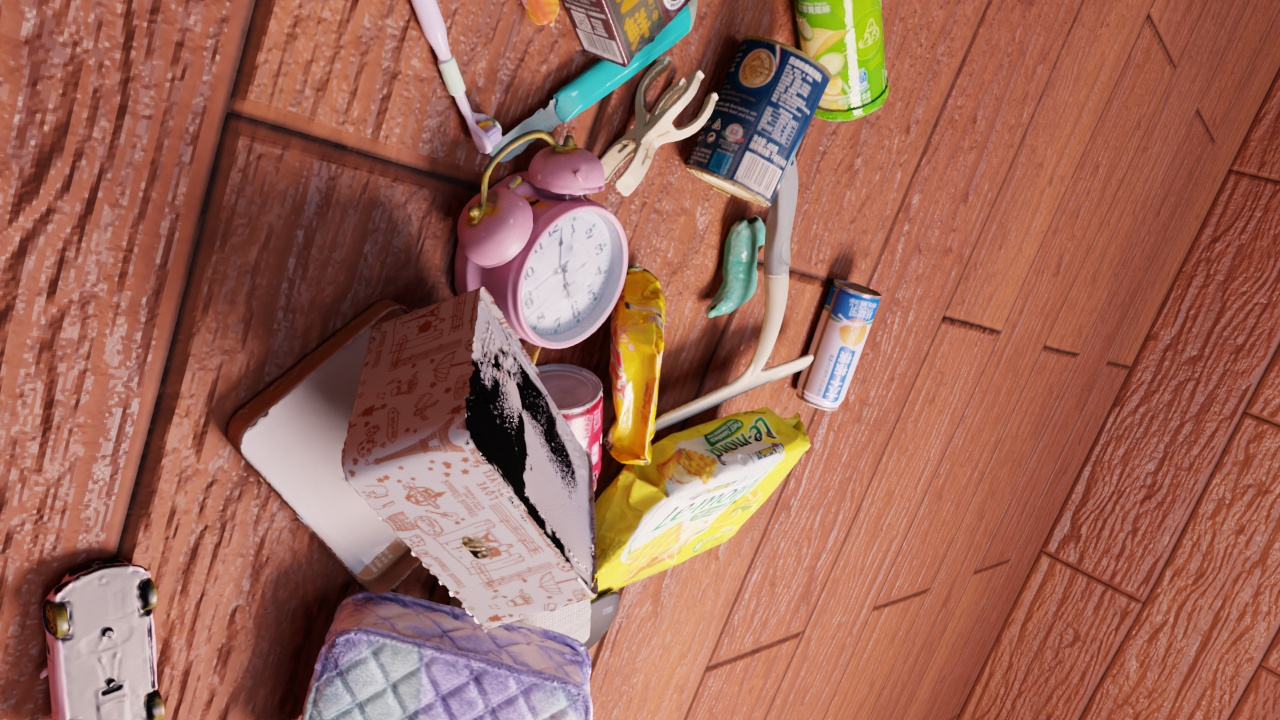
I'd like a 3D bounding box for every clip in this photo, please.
[{"bbox_3d":[0.018,-0.162,0.647,0.035,0.084,0.104,41,69,-53],"label":"clip"}]

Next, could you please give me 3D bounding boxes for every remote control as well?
[{"bbox_3d":[-0.055,0.249,0.826,0.053,0.024,0.137,-13,149,-39],"label":"remote control"}]

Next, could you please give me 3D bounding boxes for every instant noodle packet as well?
[{"bbox_3d":[-0.004,0.004,0.715,0.044,0.110,0.129,3,121,-4],"label":"instant noodle packet"}]

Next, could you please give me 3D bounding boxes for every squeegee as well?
[{"bbox_3d":[0.112,-0.069,0.795,0.245,0.039,0.247,-18,124,-44],"label":"squeegee"}]

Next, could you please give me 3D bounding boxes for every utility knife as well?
[{"bbox_3d":[-0.027,-0.192,0.618,0.207,0.013,0.029,-44,143,-26],"label":"utility knife"}]

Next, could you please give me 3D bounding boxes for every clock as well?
[{"bbox_3d":[-0.066,-0.078,0.610,0.117,0.060,0.159,-40,138,-27],"label":"clock"}]

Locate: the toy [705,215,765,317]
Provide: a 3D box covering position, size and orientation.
[{"bbox_3d":[0.094,-0.089,0.820,0.096,0.030,0.092,-28,135,-41],"label":"toy"}]

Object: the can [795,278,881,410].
[{"bbox_3d":[0.211,-0.016,0.987,0.053,0.053,0.135,-4,117,-49],"label":"can"}]

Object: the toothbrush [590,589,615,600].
[{"bbox_3d":[-0.023,0.222,0.898,0.189,0.017,0.016,-20,127,-42],"label":"toothbrush"}]

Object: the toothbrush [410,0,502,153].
[{"bbox_3d":[-0.116,-0.199,0.503,0.021,0.029,0.189,-15,135,3],"label":"toothbrush"}]

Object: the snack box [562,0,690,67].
[{"bbox_3d":[-0.009,-0.269,0.564,0.113,0.053,0.126,-51,148,-13],"label":"snack box"}]

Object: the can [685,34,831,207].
[{"bbox_3d":[0.090,-0.183,0.712,0.075,0.075,0.111,16,101,-53],"label":"can"}]

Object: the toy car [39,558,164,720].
[{"bbox_3d":[-0.302,0.169,0.516,0.056,0.037,0.122,-11,109,-50],"label":"toy car"}]

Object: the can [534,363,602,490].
[{"bbox_3d":[-0.062,0.058,0.699,0.066,0.066,0.094,-25,131,-38],"label":"can"}]

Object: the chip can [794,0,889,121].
[{"bbox_3d":[0.153,-0.292,0.716,0.072,0.072,0.221,-45,141,-21],"label":"chip can"}]

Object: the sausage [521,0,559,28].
[{"bbox_3d":[-0.079,-0.255,0.507,0.021,0.021,0.165,-47,142,-18],"label":"sausage"}]

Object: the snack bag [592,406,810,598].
[{"bbox_3d":[0.037,0.123,0.830,0.245,0.068,0.158,-11,143,-47],"label":"snack bag"}]

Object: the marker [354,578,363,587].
[{"bbox_3d":[-0.157,0.119,0.670,0.123,0.015,0.018,-43,139,-22],"label":"marker"}]

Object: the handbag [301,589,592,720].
[{"bbox_3d":[-0.133,0.243,0.647,0.075,0.194,0.134,-96,-156,-72],"label":"handbag"}]

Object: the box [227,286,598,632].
[{"bbox_3d":[-0.143,0.068,0.578,0.178,0.152,0.182,-19,130,10],"label":"box"}]

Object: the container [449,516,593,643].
[{"bbox_3d":[-0.092,0.166,0.721,0.090,0.090,0.114,-16,122,-44],"label":"container"}]
